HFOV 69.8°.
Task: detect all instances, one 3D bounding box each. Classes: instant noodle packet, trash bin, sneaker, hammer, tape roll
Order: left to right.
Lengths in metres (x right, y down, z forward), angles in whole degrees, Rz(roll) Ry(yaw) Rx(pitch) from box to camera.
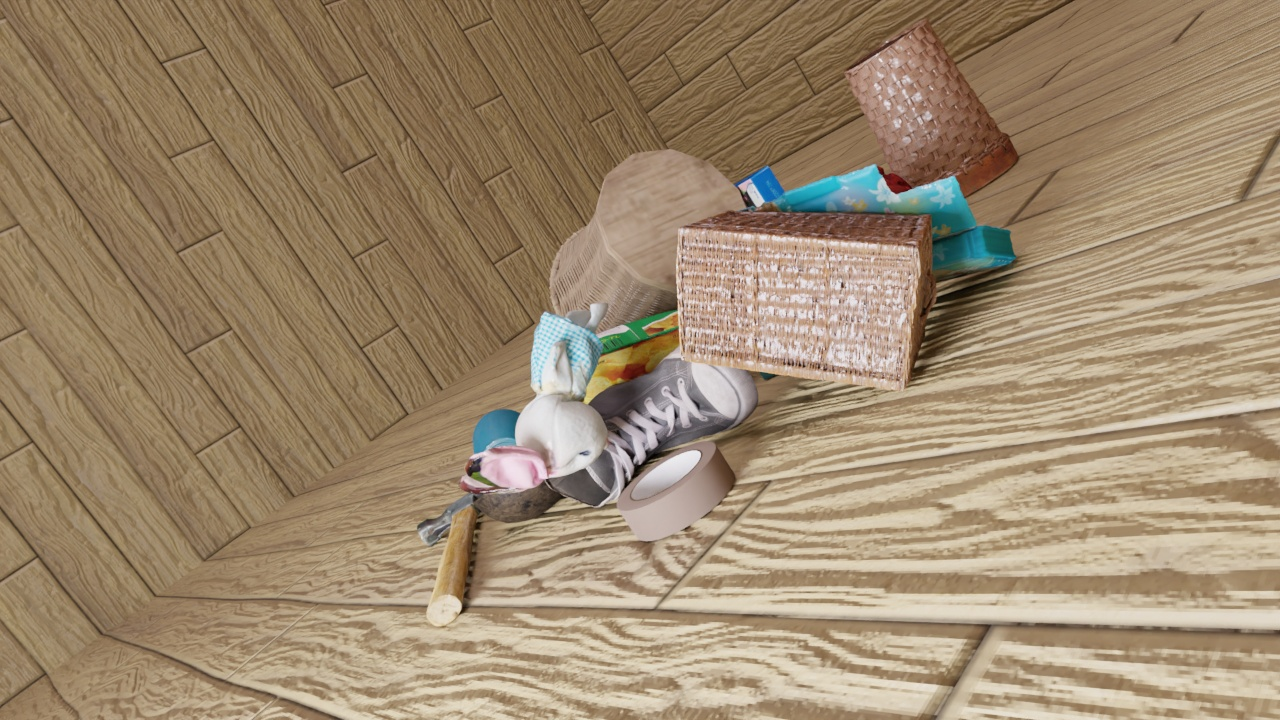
[{"bbox_3d":[-0.192,0.198,0.974,0.132,0.033,0.330,-32,11,-2],"label":"hammer"},{"bbox_3d":[-0.006,0.006,1.039,0.195,0.090,0.253,-19,-10,-11],"label":"instant noodle packet"},{"bbox_3d":[0.005,0.061,0.845,0.235,0.095,0.119,-18,20,47],"label":"sneaker"},{"bbox_3d":[0.028,0.104,0.735,0.094,0.030,0.093,-32,10,6],"label":"tape roll"},{"bbox_3d":[0.368,-0.315,1.184,0.151,0.210,0.151,-32,10,6],"label":"trash bin"}]

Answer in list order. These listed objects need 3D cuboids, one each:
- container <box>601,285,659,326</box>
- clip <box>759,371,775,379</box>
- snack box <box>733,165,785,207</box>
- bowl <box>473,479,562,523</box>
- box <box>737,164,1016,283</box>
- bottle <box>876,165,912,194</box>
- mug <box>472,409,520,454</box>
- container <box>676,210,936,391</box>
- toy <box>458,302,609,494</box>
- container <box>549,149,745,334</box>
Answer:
[{"bbox_3d":[0.003,-0.040,1.274,0.080,0.129,0.050,-38,29,-27],"label":"container"},{"bbox_3d":[0.166,-0.014,0.895,0.127,0.028,0.113,-26,14,34],"label":"clip"},{"bbox_3d":[0.143,-0.183,1.144,0.033,0.088,0.154,-36,7,-12],"label":"snack box"},{"bbox_3d":[-0.109,0.129,0.955,0.121,0.056,0.121,-41,0,-1],"label":"bowl"},{"bbox_3d":[0.193,-0.092,0.818,0.228,0.180,0.073,-14,61,37],"label":"box"},{"bbox_3d":[0.267,-0.156,1.013,0.099,0.111,0.099,-32,9,5],"label":"bottle"},{"bbox_3d":[-0.178,0.127,1.167,0.112,0.084,0.104,-61,15,5],"label":"mug"},{"bbox_3d":[0.136,-0.059,0.742,0.199,0.114,0.112,8,24,24],"label":"container"},{"bbox_3d":[-0.070,0.039,0.809,0.205,0.105,0.131,-64,8,-22],"label":"toy"},{"bbox_3d":[0.015,-0.127,1.145,0.226,0.227,0.197,-38,-8,-27],"label":"container"}]
